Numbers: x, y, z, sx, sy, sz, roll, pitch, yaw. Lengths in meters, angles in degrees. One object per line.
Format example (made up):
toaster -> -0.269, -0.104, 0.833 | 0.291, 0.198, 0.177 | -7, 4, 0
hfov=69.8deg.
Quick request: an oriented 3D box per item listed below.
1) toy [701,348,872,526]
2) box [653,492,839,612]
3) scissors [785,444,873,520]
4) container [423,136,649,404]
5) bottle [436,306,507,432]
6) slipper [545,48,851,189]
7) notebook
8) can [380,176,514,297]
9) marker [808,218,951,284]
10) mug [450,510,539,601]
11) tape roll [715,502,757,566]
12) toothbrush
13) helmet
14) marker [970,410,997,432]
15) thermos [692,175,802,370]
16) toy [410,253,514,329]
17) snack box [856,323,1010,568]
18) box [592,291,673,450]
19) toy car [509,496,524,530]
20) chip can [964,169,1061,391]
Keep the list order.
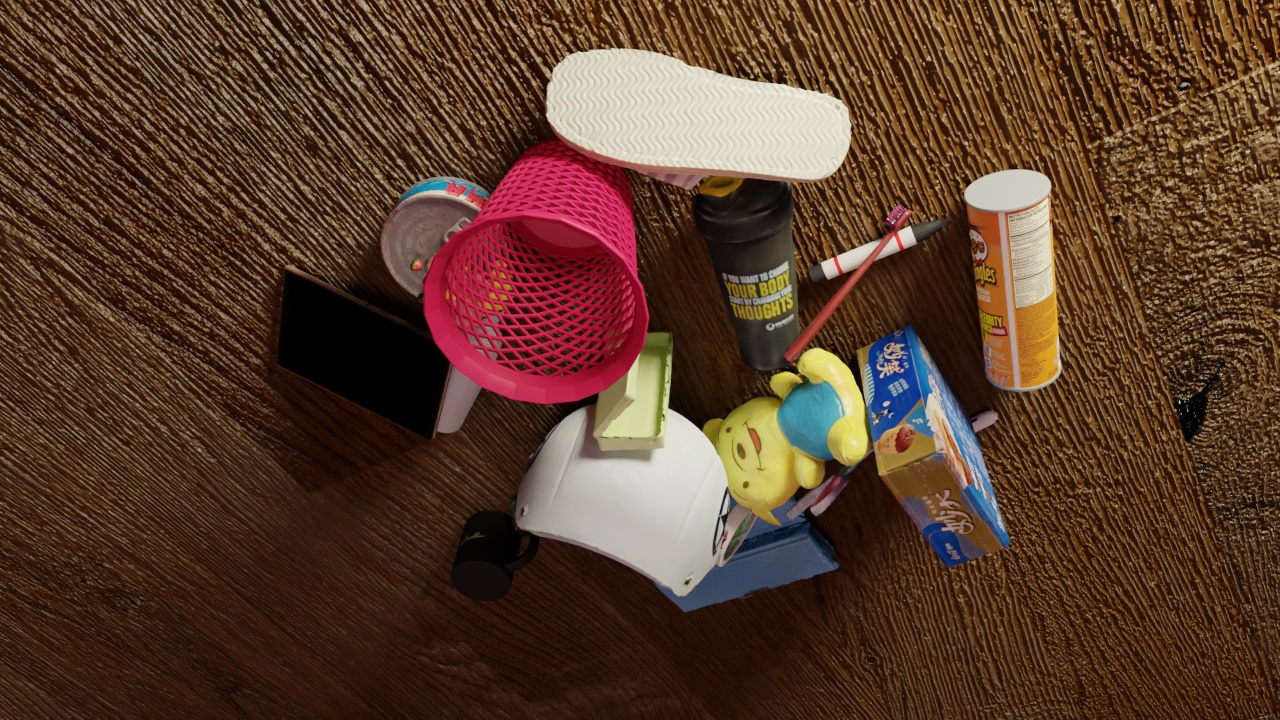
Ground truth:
toy -> 0.164, 0.088, 1.005 | 0.084, 0.148, 0.215 | 11, 143, -32
box -> 0.114, 0.243, 1.182 | 0.232, 0.047, 0.177 | -24, 120, 24
scissors -> 0.213, 0.141, 1.036 | 0.013, 0.170, 0.173 | 44, 127, 6
container -> -0.077, -0.102, 0.836 | 0.183, 0.225, 0.183 | 2, 126, 3
bottle -> -0.191, -0.002, 1.028 | 0.052, 0.052, 0.196 | 24, 125, -12
slipper -> 0.049, -0.212, 0.818 | 0.273, 0.114, 0.054 | 13, 170, 9
notebook -> -0.312, -0.005, 1.030 | 0.209, 0.008, 0.142 | 26, 126, 5
can -> -0.198, -0.121, 0.946 | 0.130, 0.044, 0.130 | 3, 126, 3
marker -> 0.241, -0.113, 0.927 | 0.146, 0.019, 0.019 | -22, 121, 20
mug -> -0.184, 0.249, 1.189 | 0.114, 0.087, 0.078 | -19, 122, 18
tape roll -> 0.113, 0.201, 1.093 | 0.018, 0.093, 0.094 | 31, 129, 20
toothbrush -> 0.204, -0.076, 0.917 | 0.016, 0.016, 0.190 | 41, 100, 20
helmet -> -0.004, 0.125, 1.008 | 0.236, 0.263, 0.164 | 23, 96, 8
marker -> 0.353, 0.094, 1.068 | 0.134, 0.020, 0.017 | -32, 139, 25
thermos -> 0.115, -0.095, 0.912 | 0.098, 0.098, 0.221 | -9, 129, 12
toy -> -0.179, -0.071, 0.927 | 0.103, 0.046, 0.084 | -1, 113, 1
snack box -> 0.299, 0.084, 0.953 | 0.069, 0.202, 0.155 | -27, 120, 23
box -> -0.010, 0.016, 0.943 | 0.077, 0.187, 0.090 | -21, 123, 18
toy car -> -0.138, 0.177, 1.161 | 0.036, 0.042, 0.091 | 17, 123, -31
chip can -> 0.371, -0.075, 0.909 | 0.075, 0.075, 0.215 | -12, 124, 13
